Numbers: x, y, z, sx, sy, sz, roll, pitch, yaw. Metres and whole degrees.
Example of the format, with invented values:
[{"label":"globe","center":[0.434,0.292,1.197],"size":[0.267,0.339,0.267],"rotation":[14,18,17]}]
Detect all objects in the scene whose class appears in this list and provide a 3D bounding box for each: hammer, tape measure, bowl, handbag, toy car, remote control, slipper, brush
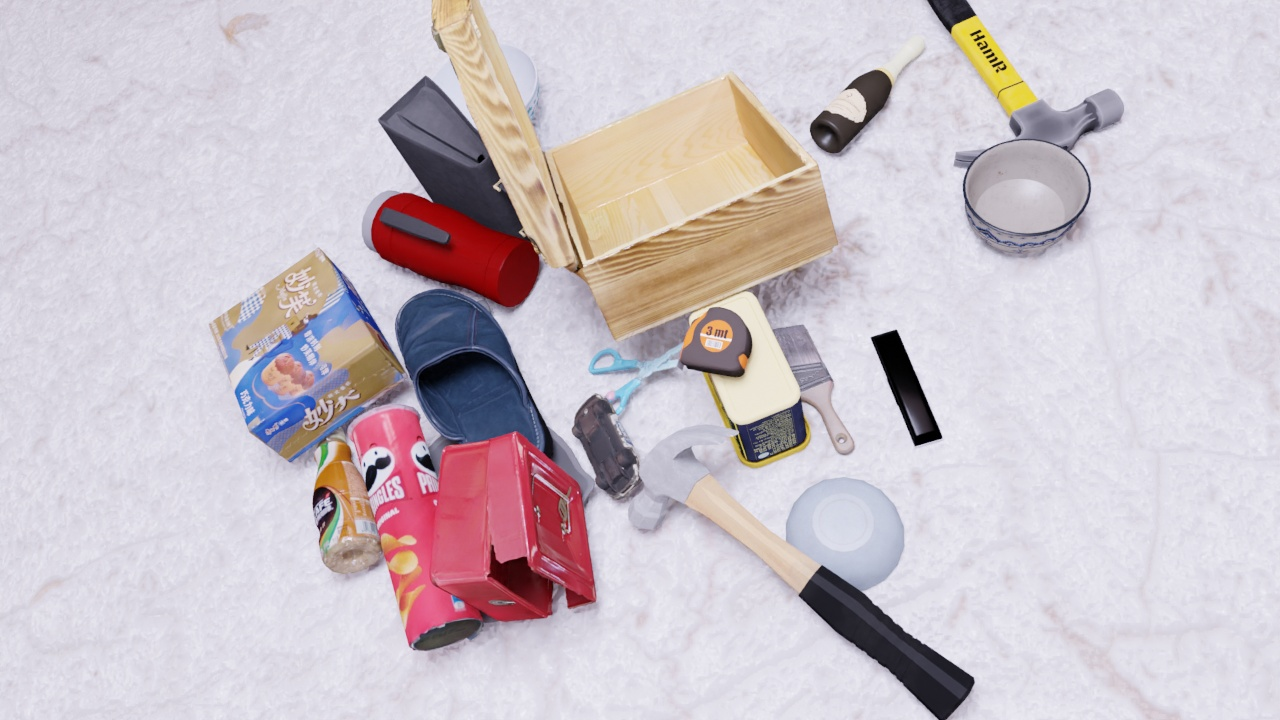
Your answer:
[{"label":"hammer","center":[0.369,-0.347,1.014],"size":[0.170,0.034,0.324],"rotation":[-24,66,3]},{"label":"tape measure","center":[0.069,-0.015,0.813],"size":[0.058,0.038,0.058],"rotation":[10,80,19]},{"label":"bowl","center":[-0.184,-0.309,1.127],"size":[0.144,0.074,0.143],"rotation":[-6,62,11]},{"label":"handbag","center":[-0.166,-0.186,1.006],"size":[0.196,0.176,0.072],"rotation":[38,78,24]},{"label":"toy car","center":[-0.030,0.084,0.905],"size":[0.049,0.040,0.112],"rotation":[-45,53,24]},{"label":"bowl","center":[0.379,-0.156,0.913],"size":[0.116,0.059,0.115],"rotation":[-6,62,11]},{"label":"remote control","center":[0.254,0.023,0.881],"size":[0.028,0.012,0.124],"rotation":[-17,61,5]},{"label":"slipper","center":[-0.182,0.009,0.931],"size":[0.109,0.083,0.265],"rotation":[-34,59,-2]},{"label":"hammer","center":[0.134,0.179,0.791],"size":[0.328,0.039,0.131],"rotation":[38,122,20]},{"label":"bowl","center":[0.181,0.150,0.819],"size":[0.106,0.039,0.106],"rotation":[-6,62,11]},{"label":"brush","center":[0.171,0.026,0.901],"size":[0.039,0.012,0.151],"rotation":[-22,60,2]}]

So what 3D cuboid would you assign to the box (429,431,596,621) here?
[{"label":"box","center":[-0.111,0.150,0.799],"size":[0.098,0.157,0.129],"rotation":[-13,60,14]}]

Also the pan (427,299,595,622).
[{"label":"pan","center":[-0.156,0.092,0.944],"size":[0.217,0.024,0.353],"rotation":[-12,61,8]}]

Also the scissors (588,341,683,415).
[{"label":"scissors","center":[-0.003,0.002,0.940],"size":[0.142,0.015,0.095],"rotation":[-32,51,14]}]

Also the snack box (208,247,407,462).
[{"label":"snack box","center":[-0.367,-0.012,1.005],"size":[0.155,0.069,0.202],"rotation":[-36,49,-6]}]

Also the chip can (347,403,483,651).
[{"label":"chip can","center":[-0.215,0.156,0.870],"size":[0.073,0.073,0.232],"rotation":[-26,61,0]}]

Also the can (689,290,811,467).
[{"label":"can","center":[0.103,0.017,0.869],"size":[0.075,0.104,0.135],"rotation":[-22,60,2]}]

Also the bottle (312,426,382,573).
[{"label":"bottle","center":[-0.308,0.136,0.943],"size":[0.059,0.059,0.167],"rotation":[-27,52,0]}]

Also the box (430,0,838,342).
[{"label":"box","center":[-0.029,-0.238,0.864],"size":[0.286,0.336,0.278],"rotation":[-24,38,3]}]

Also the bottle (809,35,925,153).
[{"label":"bottle","center":[0.262,-0.306,1.030],"size":[0.045,0.045,0.184],"rotation":[34,69,26]}]

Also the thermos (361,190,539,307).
[{"label":"thermos","center":[-0.221,-0.131,1.027],"size":[0.199,0.108,0.084],"rotation":[23,87,23]}]
